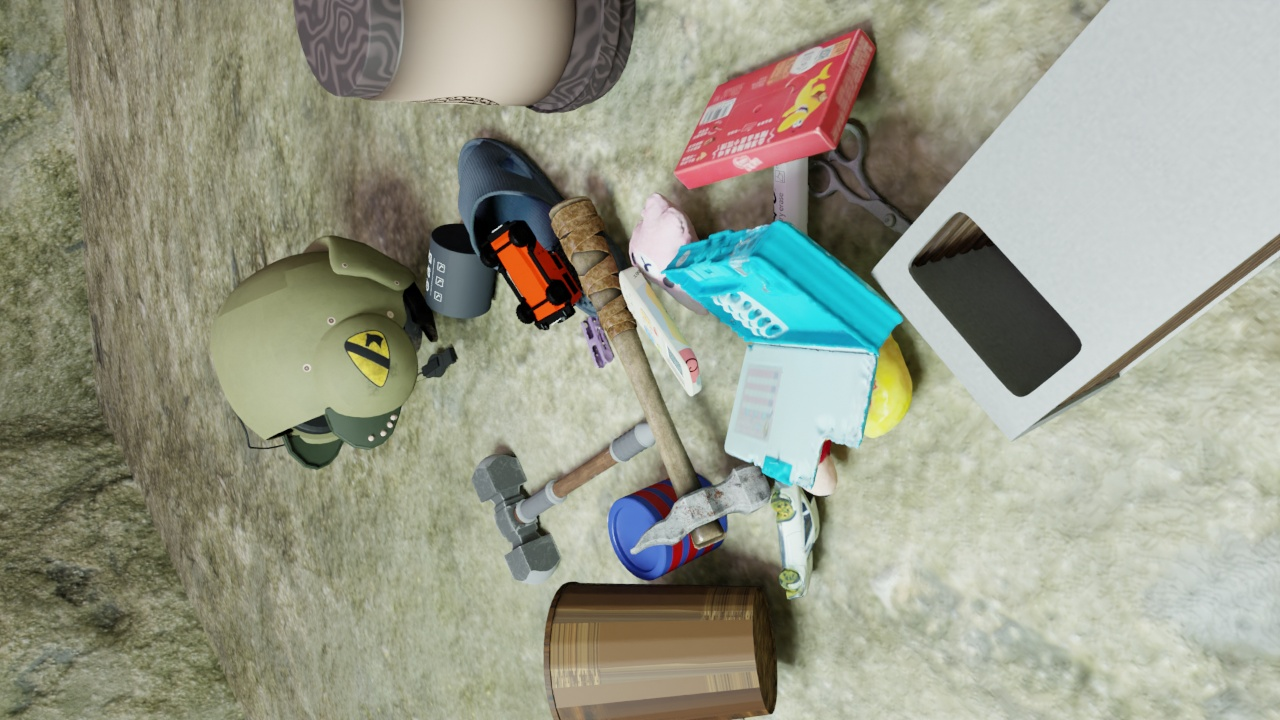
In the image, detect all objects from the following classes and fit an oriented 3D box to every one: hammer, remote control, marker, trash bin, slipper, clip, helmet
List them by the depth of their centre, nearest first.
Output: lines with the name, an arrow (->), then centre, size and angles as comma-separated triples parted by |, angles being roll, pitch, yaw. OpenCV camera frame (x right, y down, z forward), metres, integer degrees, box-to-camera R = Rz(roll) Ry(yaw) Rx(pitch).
trash bin -> 0.243, -0.082, 0.439 | 0.114, 0.114, 0.230 | 56, 138, 21
marker -> 0.107, -0.099, 0.655 | 0.025, 0.025, 0.126 | 24, 128, 43
remote control -> 0.015, -0.025, 0.715 | 0.125, 0.018, 0.038 | 57, 168, 38
hammer -> -0.005, 0.004, 0.770 | 0.049, 0.121, 0.318 | 91, 157, -75
clip -> -0.040, -0.020, 0.876 | 0.053, 0.013, 0.037 | 59, 138, 21
slipper -> -0.120, -0.123, 0.879 | 0.263, 0.082, 0.101 | 42, 132, 31
hammer -> -0.067, 0.123, 0.942 | 0.323, 0.043, 0.156 | -37, 74, 47
helmet -> -0.328, -0.015, 1.006 | 0.251, 0.254, 0.233 | -20, 92, 52

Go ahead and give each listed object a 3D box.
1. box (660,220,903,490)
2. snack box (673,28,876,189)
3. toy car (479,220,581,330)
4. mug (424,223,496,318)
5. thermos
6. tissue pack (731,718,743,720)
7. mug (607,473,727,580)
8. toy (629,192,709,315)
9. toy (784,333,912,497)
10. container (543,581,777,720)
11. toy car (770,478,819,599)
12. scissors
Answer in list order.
box -> 0.091, -0.010, 0.604 | 0.227, 0.083, 0.172 | -165, 53, -78
snack box -> 0.088, -0.168, 0.623 | 0.021, 0.089, 0.133 | 39, 154, -31
toy car -> -0.095, -0.077, 0.813 | 0.051, 0.048, 0.100 | -27, 99, 39
mug -> -0.195, -0.105, 0.992 | 0.105, 0.071, 0.078 | -113, 30, -52
thermos -> -0.141, -0.281, 0.733 | 0.173, 0.225, 0.173 | 21, 118, 45
tissue pack -> 0.048, 0.337, 0.860 | 0.104, 0.071, 0.181 | -8, 93, 51
mug -> 0.011, 0.145, 0.823 | 0.112, 0.076, 0.075 | 2, 104, 49
toy -> 0.023, -0.091, 0.738 | 0.099, 0.052, 0.096 | 43, 158, 32
toy -> 0.132, 0.027, 0.654 | 0.105, 0.067, 0.138 | 54, 130, 34
container -> 0.022, 0.246, 0.767 | 0.167, 0.132, 0.132 | -9, 98, 16
toy car -> 0.123, 0.132, 0.714 | 0.033, 0.048, 0.105 | -4, 101, 16
scissors -> 0.156, -0.096, 0.617 | 0.090, 0.014, 0.171 | -45, 67, 49
